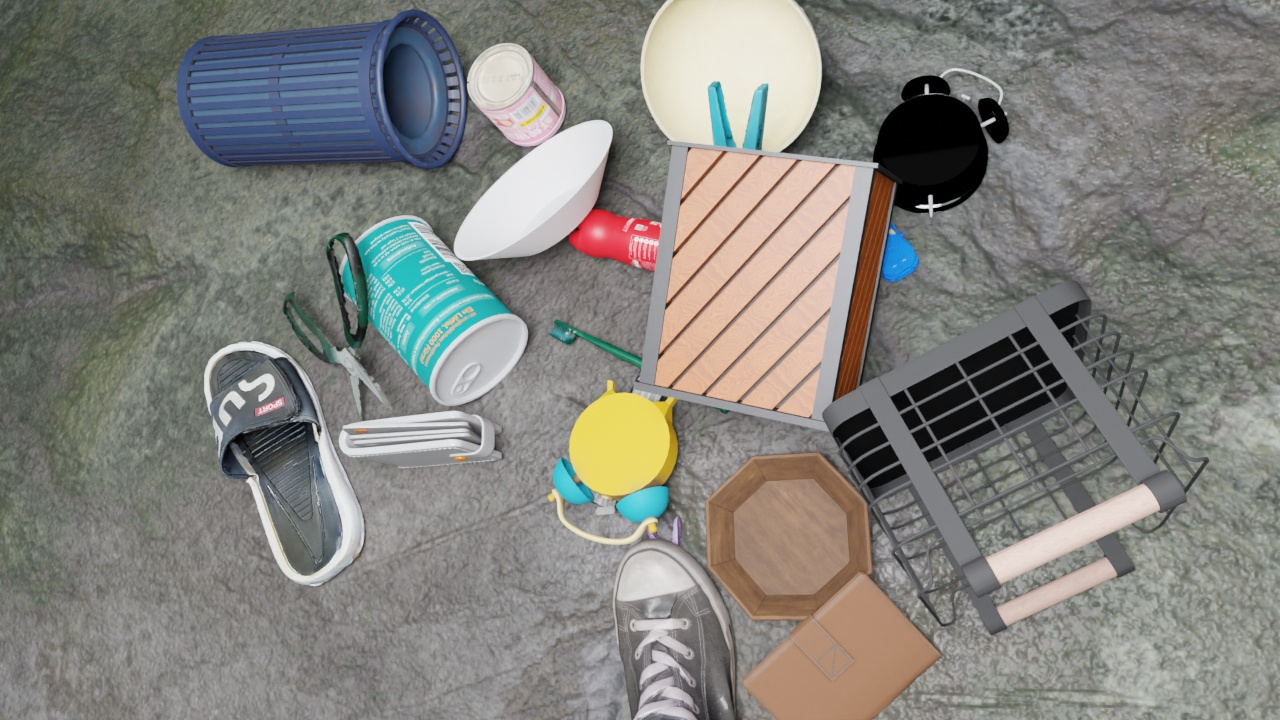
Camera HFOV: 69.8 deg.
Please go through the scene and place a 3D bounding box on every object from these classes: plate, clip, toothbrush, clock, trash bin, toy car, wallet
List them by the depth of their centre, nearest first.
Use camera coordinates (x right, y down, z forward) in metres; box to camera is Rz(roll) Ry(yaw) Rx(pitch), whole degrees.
[{"bbox_3d":[0.145,0.223,0.666,0.121,0.013,0.087,-44,92,4],"label":"wallet"},{"bbox_3d":[0.096,-0.058,0.668,0.140,0.139,0.172,12,100,21],"label":"trash bin"},{"bbox_3d":[0.113,0.135,0.704,0.131,0.025,0.131,-5,76,18],"label":"plate"},{"bbox_3d":[0.182,-0.111,0.721,0.033,0.062,0.092,-33,69,8],"label":"toy car"},{"bbox_3d":[0.236,-0.177,0.729,0.091,0.042,0.120,34,89,23],"label":"clock"},{"bbox_3d":[0.024,0.152,0.738,0.029,0.013,0.050,-18,74,15],"label":"clip"},{"bbox_3d":[-0.018,0.082,0.739,0.099,0.044,0.129,13,76,22],"label":"clock"},{"bbox_3d":[0.097,-0.159,0.747,0.120,0.030,0.130,26,127,14],"label":"clip"},{"bbox_3d":[-0.005,0.004,0.764,0.190,0.016,0.017,25,85,32],"label":"toothbrush"},{"bbox_3d":[-0.188,0.066,0.774,0.118,0.115,0.037,-7,75,17],"label":"wallet"},{"bbox_3d":[-0.085,-0.137,0.805,0.174,0.036,0.173,-29,32,20],"label":"plate"},{"bbox_3d":[-0.311,-0.254,0.884,0.250,0.139,0.139,3,78,21],"label":"trash bin"}]

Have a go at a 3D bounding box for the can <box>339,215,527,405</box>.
[{"bbox_3d":[-0.183,-0.045,0.808,0.099,0.099,0.144,-47,68,3],"label":"can"}]

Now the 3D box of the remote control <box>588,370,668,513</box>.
[{"bbox_3d":[-0.007,0.059,0.770,0.033,0.013,0.136,22,87,23],"label":"remote control"}]

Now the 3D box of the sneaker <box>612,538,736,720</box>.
[{"bbox_3d":[0.016,0.243,0.662,0.095,0.120,0.234,-9,72,16],"label":"sneaker"}]

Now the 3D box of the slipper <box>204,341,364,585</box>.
[{"bbox_3d":[-0.344,0.084,0.854,0.111,0.063,0.263,-34,71,8],"label":"slipper"}]

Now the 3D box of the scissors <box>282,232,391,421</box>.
[{"bbox_3d":[-0.275,-0.041,0.823,0.202,0.015,0.206,39,135,29],"label":"scissors"}]

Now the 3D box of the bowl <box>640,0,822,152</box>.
[{"bbox_3d":[0.083,-0.246,0.765,0.151,0.075,0.151,11,123,18],"label":"bowl"}]

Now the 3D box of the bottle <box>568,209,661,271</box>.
[{"bbox_3d":[0.007,-0.099,0.789,0.142,0.042,0.042,16,82,21],"label":"bottle"}]

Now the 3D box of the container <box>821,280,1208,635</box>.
[{"bbox_3d":[0.230,0.078,0.571,0.163,0.241,0.130,-29,62,10],"label":"container"}]

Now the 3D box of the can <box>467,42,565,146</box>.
[{"bbox_3d":[-0.113,-0.243,0.845,0.067,0.076,0.067,-5,75,18],"label":"can"}]
